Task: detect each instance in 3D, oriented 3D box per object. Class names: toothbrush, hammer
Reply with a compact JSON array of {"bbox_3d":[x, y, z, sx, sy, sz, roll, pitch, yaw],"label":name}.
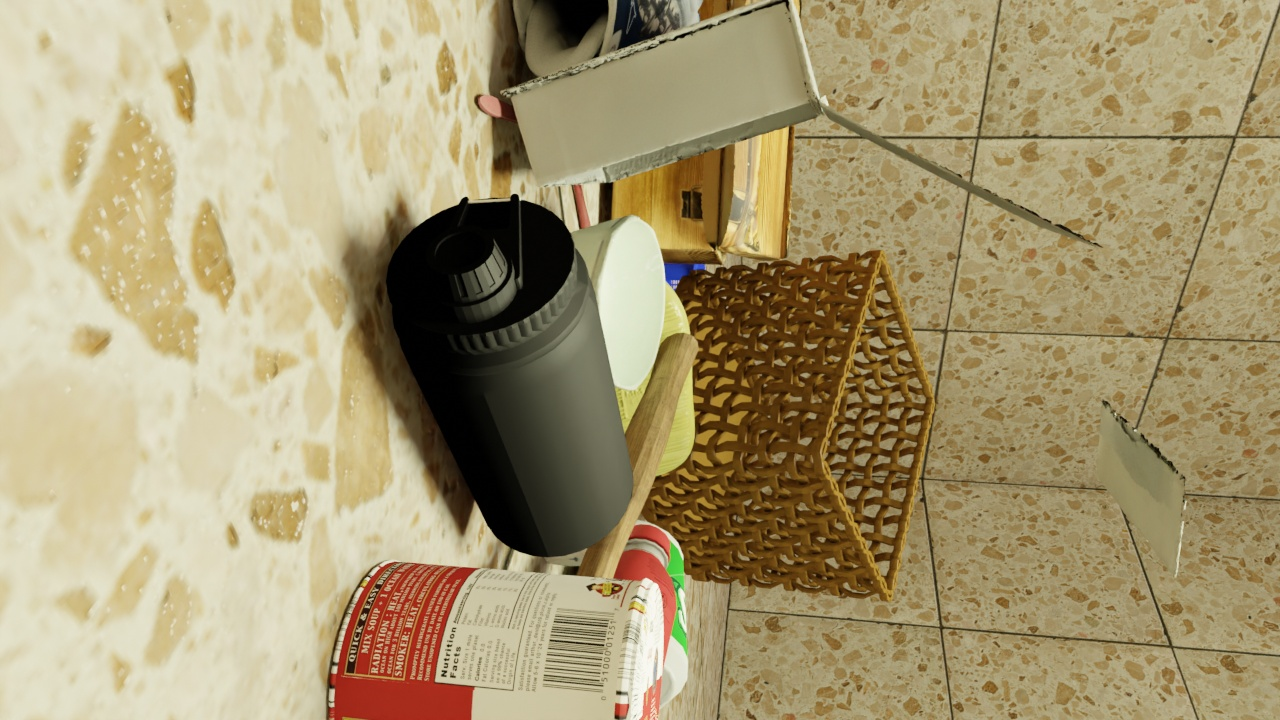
[{"bbox_3d":[-0.037,-0.090,0.740,0.190,0.016,0.016,82,13,-49],"label":"toothbrush"},{"bbox_3d":[-0.012,0.085,0.576,0.133,0.040,0.304,-46,-166,38],"label":"hammer"},{"bbox_3d":[-0.064,-0.146,0.566,0.184,0.016,0.015,-30,115,-77],"label":"toothbrush"}]

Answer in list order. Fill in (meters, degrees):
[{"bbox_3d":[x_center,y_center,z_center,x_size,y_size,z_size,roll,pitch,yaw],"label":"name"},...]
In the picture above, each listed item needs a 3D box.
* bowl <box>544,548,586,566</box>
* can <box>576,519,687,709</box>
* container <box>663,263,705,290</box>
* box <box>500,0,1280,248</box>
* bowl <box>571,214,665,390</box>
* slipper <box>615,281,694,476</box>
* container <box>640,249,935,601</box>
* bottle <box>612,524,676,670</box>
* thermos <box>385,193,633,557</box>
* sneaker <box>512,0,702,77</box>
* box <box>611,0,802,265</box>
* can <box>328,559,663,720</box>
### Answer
[{"bbox_3d":[-0.037,0.100,0.676,0.105,0.054,0.105,4,89,-79],"label":"bowl"},{"bbox_3d":[-0.009,0.196,0.715,0.139,0.088,0.088,-89,176,-58],"label":"can"},{"bbox_3d":[0.043,-0.076,1.104,0.114,0.058,0.096,-40,132,-78],"label":"container"},{"bbox_3d":[0.173,-0.133,0.527,0.166,0.479,0.119,-43,140,-72],"label":"box"},{"bbox_3d":[-0.030,-0.040,0.623,0.117,0.061,0.117,5,90,-68],"label":"bowl"},{"bbox_3d":[-0.004,0.004,0.742,0.081,0.091,0.191,-111,-173,-61],"label":"slipper"},{"bbox_3d":[0.137,0.063,0.901,0.220,0.215,0.250,58,43,-37],"label":"container"},{"bbox_3d":[-0.012,0.175,0.588,0.176,0.062,0.062,-69,160,-55],"label":"bottle"},{"bbox_3d":[-0.056,0.008,0.428,0.199,0.086,0.086,81,15,-51],"label":"thermos"},{"bbox_3d":[-0.033,-0.220,0.557,0.269,0.103,0.132,54,54,-75],"label":"sneaker"},{"bbox_3d":[0.063,-0.235,0.870,0.244,0.168,0.279,-17,111,-80],"label":"box"},{"bbox_3d":[-0.054,0.131,0.379,0.086,0.116,0.086,3,89,-81],"label":"can"}]
